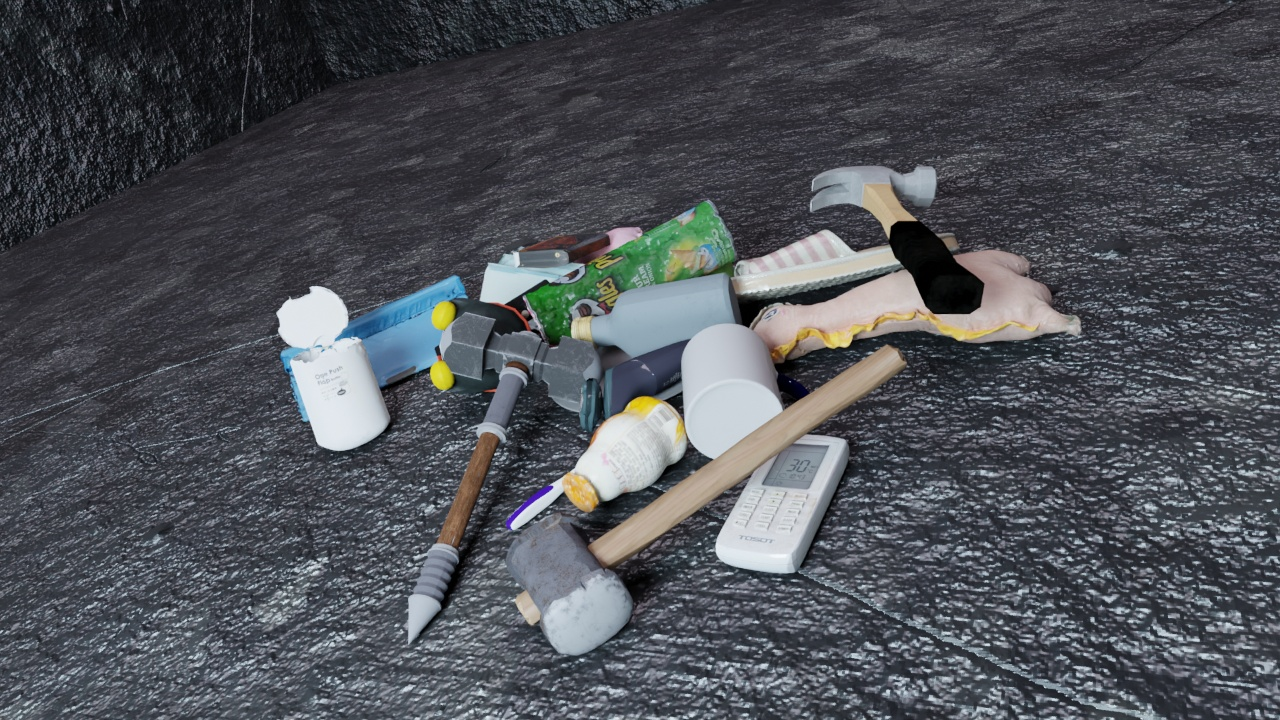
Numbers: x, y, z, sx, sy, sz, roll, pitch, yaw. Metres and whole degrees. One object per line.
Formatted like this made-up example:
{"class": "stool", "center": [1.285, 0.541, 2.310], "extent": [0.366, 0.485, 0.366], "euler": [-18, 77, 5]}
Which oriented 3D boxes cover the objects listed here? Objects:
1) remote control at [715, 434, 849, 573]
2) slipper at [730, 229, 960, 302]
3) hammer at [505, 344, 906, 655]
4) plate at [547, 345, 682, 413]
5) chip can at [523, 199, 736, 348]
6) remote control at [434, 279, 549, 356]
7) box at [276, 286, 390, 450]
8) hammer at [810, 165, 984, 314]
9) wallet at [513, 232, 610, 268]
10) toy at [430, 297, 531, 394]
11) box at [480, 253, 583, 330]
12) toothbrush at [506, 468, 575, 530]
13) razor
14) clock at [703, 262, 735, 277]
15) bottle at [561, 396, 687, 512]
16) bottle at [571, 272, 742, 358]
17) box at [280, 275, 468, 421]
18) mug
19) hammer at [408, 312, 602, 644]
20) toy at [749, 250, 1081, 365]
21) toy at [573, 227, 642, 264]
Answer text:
{"class": "remote control", "center": [0.106, 0.101, 0.669], "extent": [0.060, 0.025, 0.138], "euler": [1, 33, 31]}
{"class": "slipper", "center": [0.185, -0.101, 0.928], "extent": [0.263, 0.052, 0.115], "euler": [-11, -1, 5]}
{"class": "hammer", "center": [0.054, 0.083, 0.654], "extent": [0.328, 0.052, 0.098], "euler": [-34, 31, -10]}
{"class": "plate", "center": [-0.005, 0.005, 0.917], "extent": [0.178, 0.012, 0.178], "euler": [-13, 28, 7]}
{"class": "chip can", "center": [-0.008, -0.086, 0.956], "extent": [0.223, 0.075, 0.075], "euler": [-28, 29, -1]}
{"class": "remote control", "center": [-0.158, -0.040, 1.020], "extent": [0.150, 0.034, 0.013], "euler": [-31, 59, 8]}
{"class": "box", "center": [-0.322, 0.005, 0.948], "extent": [0.084, 0.160, 0.118], "euler": [-18, 17, -13]}
{"class": "hammer", "center": [0.237, -0.119, 0.830], "extent": [0.131, 0.039, 0.327], "euler": [0, 26, 1]}
{"class": "wallet", "center": [-0.090, -0.128, 1.064], "extent": [0.072, 0.019, 0.122], "euler": [-1, 16, 21]}
{"class": "toy", "center": [-0.157, -0.014, 0.955], "extent": [0.100, 0.097, 0.119], "euler": [1, 0, 5]}
{"class": "box", "center": [-0.108, -0.069, 1.075], "extent": [0.199, 0.085, 0.096], "euler": [11, 69, 43]}
{"class": "toothbrush", "center": [-0.042, 0.088, 0.787], "extent": [0.186, 0.015, 0.016], "euler": [-34, 31, -28]}
{"class": "razor", "center": [0.003, 0.018, 0.831], "extent": [0.142, 0.047, 0.052], "euler": [-26, 57, -25]}
{"class": "clock", "center": [0.059, -0.093, 1.026], "extent": [0.094, 0.042, 0.119], "euler": [7, 37, 39]}
{"class": "bottle", "center": [-0.013, 0.077, 0.738], "extent": [0.063, 0.063, 0.108], "euler": [14, 40, 44]}
{"class": "bottle", "center": [0.013, -0.037, 0.889], "extent": [0.161, 0.072, 0.046], "euler": [-9, 34, 16]}
{"class": "box", "center": [-0.310, -0.031, 1.095], "extent": [0.231, 0.066, 0.173], "euler": [-26, 32, -11]}
{"class": "mug", "center": [0.091, 0.029, 0.767], "extent": [0.112, 0.079, 0.096], "euler": [12, 29, -6]}
{"class": "hammer", "center": [-0.136, 0.090, 0.770], "extent": [0.156, 0.043, 0.321], "euler": [13, 45, 1]}
{"class": "toy", "center": [0.224, -0.036, 0.810], "extent": [0.264, 0.065, 0.195], "euler": [-15, 23, 6]}
{"class": "toy", "center": [-0.033, -0.135, 1.143], "extent": [0.103, 0.050, 0.093], "euler": [-6, 33, 26]}
